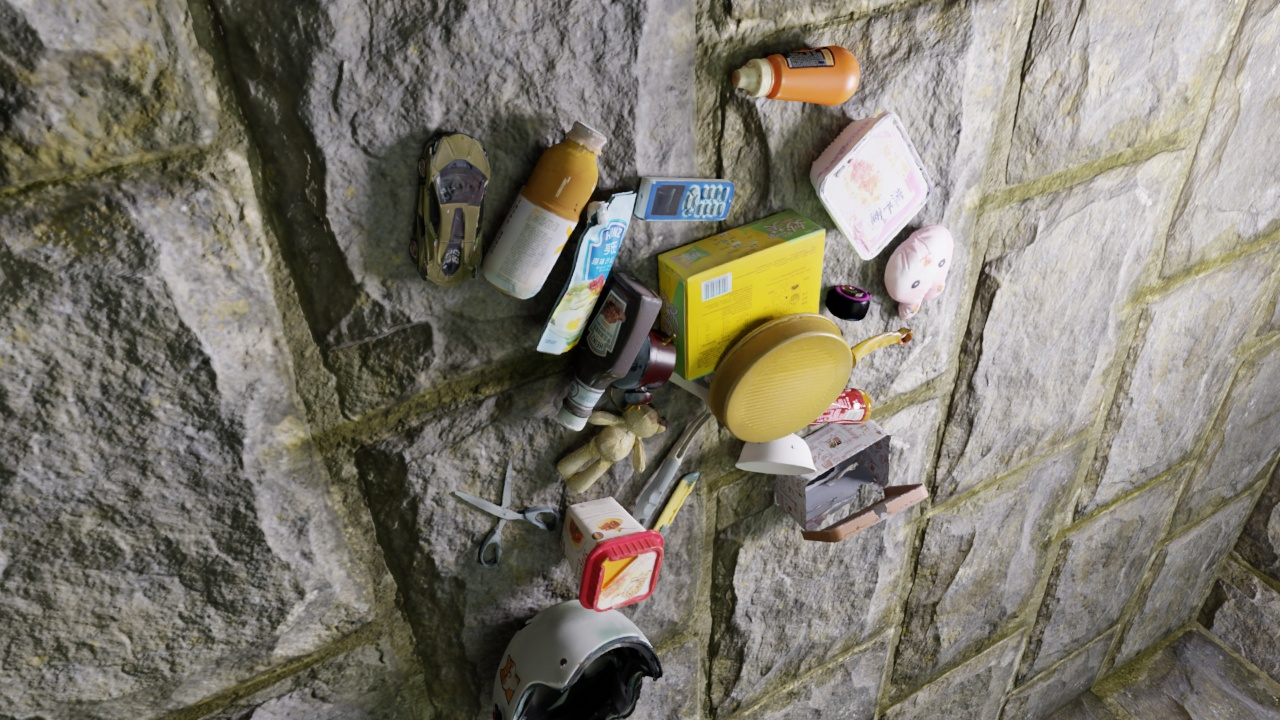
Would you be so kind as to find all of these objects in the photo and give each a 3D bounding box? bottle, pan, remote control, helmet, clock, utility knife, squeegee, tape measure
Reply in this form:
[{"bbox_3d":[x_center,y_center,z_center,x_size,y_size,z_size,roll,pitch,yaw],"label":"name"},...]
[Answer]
[{"bbox_3d":[0.270,0.069,1.376,0.174,0.057,0.058,2,119,-36],"label":"bottle"},{"bbox_3d":[-0.044,-0.005,1.088,0.044,0.080,0.195,10,116,-41],"label":"bottle"},{"bbox_3d":[0.171,-0.319,1.031,0.149,0.066,0.067,-8,125,-22],"label":"bottle"},{"bbox_3d":[0.249,0.005,1.240,0.356,0.078,0.198,-8,134,-25],"label":"pan"},{"bbox_3d":[-0.097,-0.156,0.951,0.068,0.068,0.190,19,108,-42],"label":"bottle"},{"bbox_3d":[0.052,-0.187,1.063,0.124,0.024,0.049,-6,124,-33],"label":"remote control"},{"bbox_3d":[-0.112,0.445,1.311,0.229,0.156,0.275,6,127,-40],"label":"helmet"},{"bbox_3d":[-0.007,0.007,1.123,0.055,0.082,0.122,9,113,-46],"label":"clock"},{"bbox_3d":[0.030,0.254,1.376,0.031,0.022,0.217,15,116,-34],"label":"utility knife"},{"bbox_3d":[0.053,0.137,1.287,0.246,0.039,0.247,25,106,-29],"label":"squeegee"},{"bbox_3d":[0.292,-0.083,1.283,0.057,0.058,0.039,-7,124,-28],"label":"tape measure"}]

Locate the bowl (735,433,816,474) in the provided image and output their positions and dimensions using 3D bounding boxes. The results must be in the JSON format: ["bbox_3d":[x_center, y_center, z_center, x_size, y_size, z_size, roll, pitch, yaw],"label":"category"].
[{"bbox_3d":[0.202,0.129,1.356,0.118,0.119,0.064,18,72,-42],"label":"bowl"}]

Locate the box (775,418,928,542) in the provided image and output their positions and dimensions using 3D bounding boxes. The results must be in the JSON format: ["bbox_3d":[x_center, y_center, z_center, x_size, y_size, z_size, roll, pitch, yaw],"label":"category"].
[{"bbox_3d":[0.331,0.209,1.437,0.182,0.174,0.152,-27,131,-17],"label":"box"}]

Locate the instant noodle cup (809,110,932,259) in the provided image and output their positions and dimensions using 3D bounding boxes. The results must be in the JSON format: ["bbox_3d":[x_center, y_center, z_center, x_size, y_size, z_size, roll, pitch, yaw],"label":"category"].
[{"bbox_3d":[0.287,-0.228,1.174,0.138,0.060,0.173,-47,136,2],"label":"instant noodle cup"}]

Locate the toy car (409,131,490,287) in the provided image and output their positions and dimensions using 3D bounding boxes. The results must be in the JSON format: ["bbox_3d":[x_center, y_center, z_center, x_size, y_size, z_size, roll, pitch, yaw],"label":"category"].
[{"bbox_3d":[-0.188,-0.148,0.914,0.070,0.042,0.158,-8,122,-31],"label":"toy car"}]

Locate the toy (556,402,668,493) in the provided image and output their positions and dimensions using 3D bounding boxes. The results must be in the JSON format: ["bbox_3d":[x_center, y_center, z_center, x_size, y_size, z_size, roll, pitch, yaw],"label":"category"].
[{"bbox_3d":[-0.040,0.110,1.195,0.157,0.066,0.105,-40,93,1],"label":"toy"}]

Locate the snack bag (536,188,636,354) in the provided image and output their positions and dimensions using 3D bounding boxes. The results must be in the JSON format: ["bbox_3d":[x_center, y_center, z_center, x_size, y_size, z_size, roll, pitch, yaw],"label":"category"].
[{"bbox_3d":[-0.058,-0.100,1.019,0.110,0.039,0.191,-19,139,-59],"label":"snack bag"}]

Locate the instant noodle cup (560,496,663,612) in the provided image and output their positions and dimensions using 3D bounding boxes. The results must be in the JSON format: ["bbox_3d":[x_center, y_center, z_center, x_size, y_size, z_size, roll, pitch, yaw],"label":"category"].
[{"bbox_3d":[-0.046,0.257,1.244,0.116,0.124,0.116,-8,124,-31],"label":"instant noodle cup"}]

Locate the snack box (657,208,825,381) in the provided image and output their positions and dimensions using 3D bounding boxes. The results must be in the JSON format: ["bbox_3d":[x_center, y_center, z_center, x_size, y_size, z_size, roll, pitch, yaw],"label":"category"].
[{"bbox_3d":[0.127,-0.083,1.159,0.209,0.070,0.158,-22,131,-22],"label":"snack box"}]

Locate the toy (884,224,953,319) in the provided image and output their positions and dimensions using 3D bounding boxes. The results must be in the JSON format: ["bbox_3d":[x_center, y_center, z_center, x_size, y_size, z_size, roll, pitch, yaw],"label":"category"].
[{"bbox_3d":[0.409,-0.126,1.341,0.121,0.054,0.159,-39,143,-5],"label":"toy"}]

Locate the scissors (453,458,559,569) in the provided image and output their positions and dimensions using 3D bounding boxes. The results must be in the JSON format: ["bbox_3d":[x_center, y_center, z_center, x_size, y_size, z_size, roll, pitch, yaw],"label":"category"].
[{"bbox_3d":[-0.179,0.202,1.193,0.179,0.014,0.159,28,100,-41],"label":"scissors"}]
